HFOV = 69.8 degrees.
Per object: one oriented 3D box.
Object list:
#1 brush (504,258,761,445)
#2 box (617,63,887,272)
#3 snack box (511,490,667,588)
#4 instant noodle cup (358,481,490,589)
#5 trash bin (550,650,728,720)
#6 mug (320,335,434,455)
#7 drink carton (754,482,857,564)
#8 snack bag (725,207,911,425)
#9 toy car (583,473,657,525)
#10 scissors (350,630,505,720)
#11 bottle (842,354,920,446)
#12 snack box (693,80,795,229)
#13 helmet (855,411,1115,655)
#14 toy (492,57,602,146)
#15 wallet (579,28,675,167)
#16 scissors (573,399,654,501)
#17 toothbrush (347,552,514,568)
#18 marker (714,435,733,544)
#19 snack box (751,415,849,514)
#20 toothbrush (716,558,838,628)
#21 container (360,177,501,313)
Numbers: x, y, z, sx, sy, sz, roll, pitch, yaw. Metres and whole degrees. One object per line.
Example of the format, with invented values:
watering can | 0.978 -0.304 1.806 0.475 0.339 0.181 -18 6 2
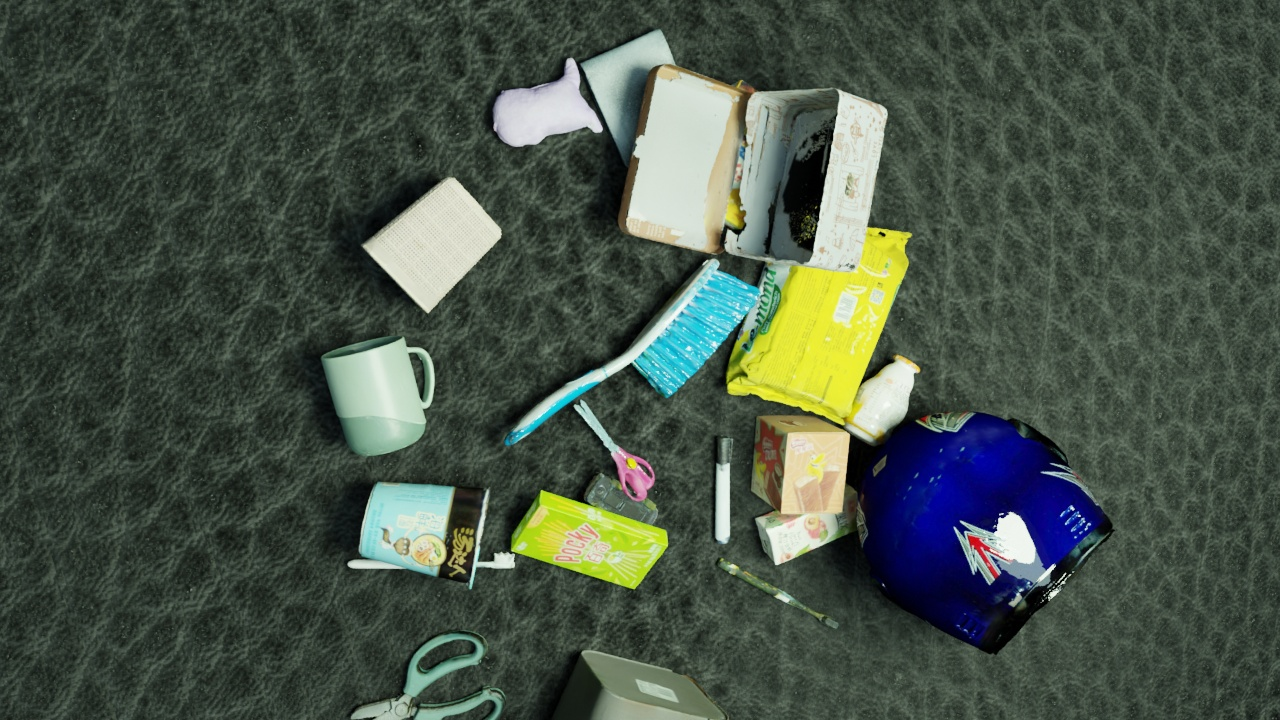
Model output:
brush | -0.006 0.006 1.008 0.109 0.060 0.314 43 82 -11
box | 0.120 -0.192 0.925 0.217 0.158 0.180 9 97 -29
snack box | -0.057 0.202 1.026 0.156 0.026 0.086 22 124 -18
instant noodle cup | -0.227 0.176 0.960 0.120 0.111 0.111 10 96 -9
trash bin | -0.019 0.464 1.019 0.199 0.199 0.219 20 87 -17
mug | -0.259 0.032 0.942 0.111 0.082 0.106 -24 106 -43
drink carton | 0.204 0.194 1.105 0.122 0.045 0.053 -22 109 -10
snack bag | 0.210 -0.055 1.056 0.158 0.068 0.246 19 92 -17
toy car | -0.021 0.163 1.045 0.090 0.035 0.042 35 90 -23
scissors | -0.233 0.391 1.033 0.179 0.019 0.161 -35 106 -9
bottle | 0.290 0.047 1.095 0.063 0.063 0.108 33 90 -18
snack box | 0.107 -0.227 1.019 0.087 0.034 0.140 30 92 -17
helmet | 0.377 0.180 1.049 0.247 0.240 0.315 -50 152 11
toy | -0.103 -0.262 0.953 0.108 0.039 0.084 -20 89 -7
wallet | 0.001 -0.281 0.989 0.097 0.019 0.121 -27 106 -8
scissors | -0.034 0.101 1.022 0.017 0.071 0.137 -33 105 31
toothbrush | -0.228 0.220 1.009 0.180 0.016 0.016 3 90 -16
marker | 0.099 0.153 1.085 0.022 0.018 0.131 -5 100 -24
snack box | 0.182 0.119 1.062 0.077 0.093 0.094 1 99 -15
toothbrush | 0.170 0.287 1.125 0.185 0.017 0.012 31 85 -17
container | -0.208 -0.119 0.922 0.111 0.090 0.090 -44 107 -8
